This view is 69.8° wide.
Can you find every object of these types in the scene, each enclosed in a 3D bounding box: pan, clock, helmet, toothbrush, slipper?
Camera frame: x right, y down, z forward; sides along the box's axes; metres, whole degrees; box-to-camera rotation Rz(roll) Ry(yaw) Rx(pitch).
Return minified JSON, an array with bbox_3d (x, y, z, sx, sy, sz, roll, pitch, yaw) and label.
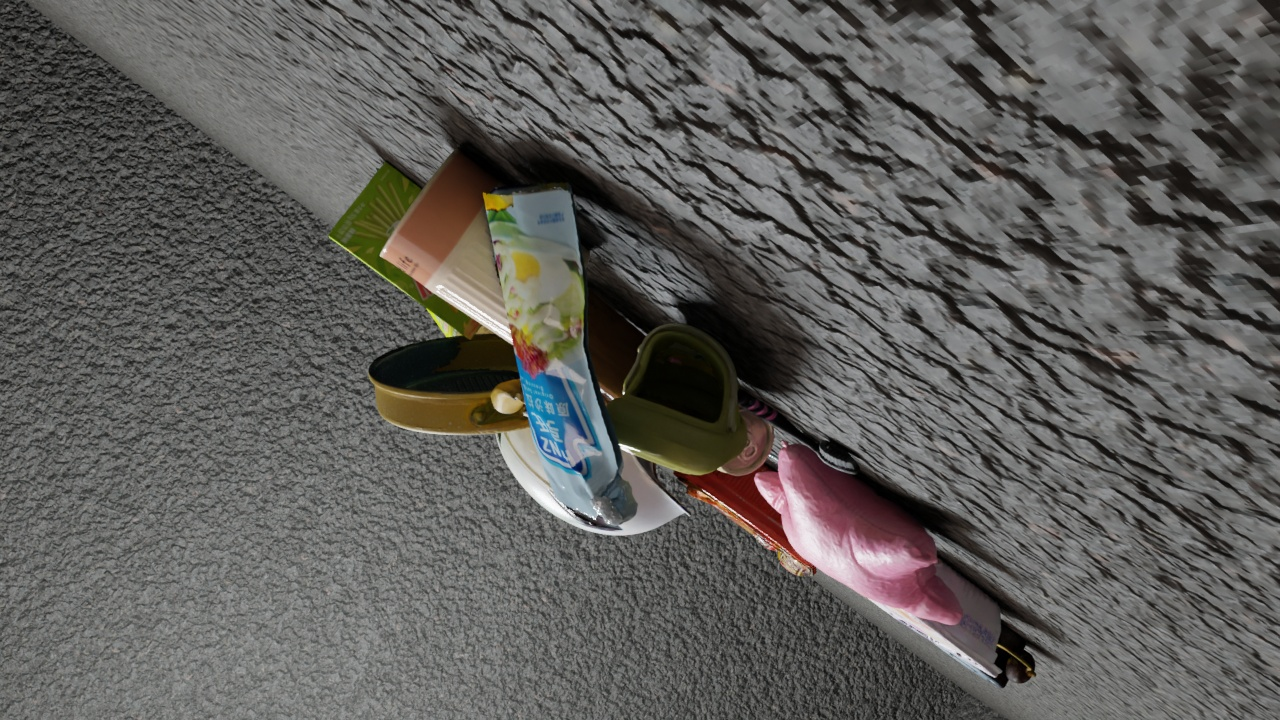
[{"bbox_3d":[-0.116,0.019,0.749,0.197,0.078,0.357,-7,-163,-18],"label":"pan"},{"bbox_3d":[0.356,0.295,0.945,0.082,0.055,0.122,37,172,-4],"label":"clock"},{"bbox_3d":[-0.070,0.090,0.991,0.258,0.146,0.229,58,180,10],"label":"helmet"},{"bbox_3d":[0.080,0.030,0.675,0.189,0.014,0.018,32,163,29],"label":"toothbrush"},{"bbox_3d":[0.032,0.021,0.587,0.091,0.081,0.190,22,-172,7],"label":"slipper"}]

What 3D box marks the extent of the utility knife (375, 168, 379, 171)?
[{"bbox_3d":[-0.170,-0.123,0.871,0.188,0.020,0.031,33,-170,-12],"label":"utility knife"}]

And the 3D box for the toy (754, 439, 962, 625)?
[{"bbox_3d":[0.162,0.128,0.703,0.178,0.074,0.195,49,165,-20],"label":"toy"}]

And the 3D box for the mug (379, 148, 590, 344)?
[{"bbox_3d":[-0.097,-0.073,0.591,0.106,0.082,0.114,36,-166,-14],"label":"mug"}]

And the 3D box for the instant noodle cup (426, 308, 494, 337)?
[{"bbox_3d":[-0.191,-0.055,1.069,0.123,0.111,0.111,41,177,36],"label":"instant noodle cup"}]

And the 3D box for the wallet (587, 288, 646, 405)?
[{"bbox_3d":[-0.021,-0.002,0.701,0.115,0.020,0.101,41,-150,-25],"label":"wallet"}]

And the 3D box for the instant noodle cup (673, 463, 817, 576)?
[{"bbox_3d":[0.134,0.167,1.058,0.189,0.079,0.164,33,173,19],"label":"instant noodle cup"}]

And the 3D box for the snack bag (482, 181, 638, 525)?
[{"bbox_3d":[-0.046,-0.001,0.507,0.110,0.038,0.191,12,116,52],"label":"snack bag"}]

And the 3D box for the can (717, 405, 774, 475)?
[{"bbox_3d":[0.052,0.049,0.741,0.058,0.058,0.116,40,172,-30],"label":"can"}]

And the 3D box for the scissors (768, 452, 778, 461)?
[{"bbox_3d":[0.091,0.068,0.849,0.133,0.017,0.131,33,178,21],"label":"scissors"}]

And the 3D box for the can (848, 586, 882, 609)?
[{"bbox_3d":[0.288,0.264,1.082,0.074,0.049,0.148,38,173,-18],"label":"can"}]

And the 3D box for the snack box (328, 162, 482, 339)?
[{"bbox_3d":[-0.194,-0.098,0.838,0.156,0.085,0.026,38,173,-14],"label":"snack box"}]

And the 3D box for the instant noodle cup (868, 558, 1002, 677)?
[{"bbox_3d":[0.260,0.216,0.863,0.138,0.060,0.173,37,174,-10],"label":"instant noodle cup"}]
